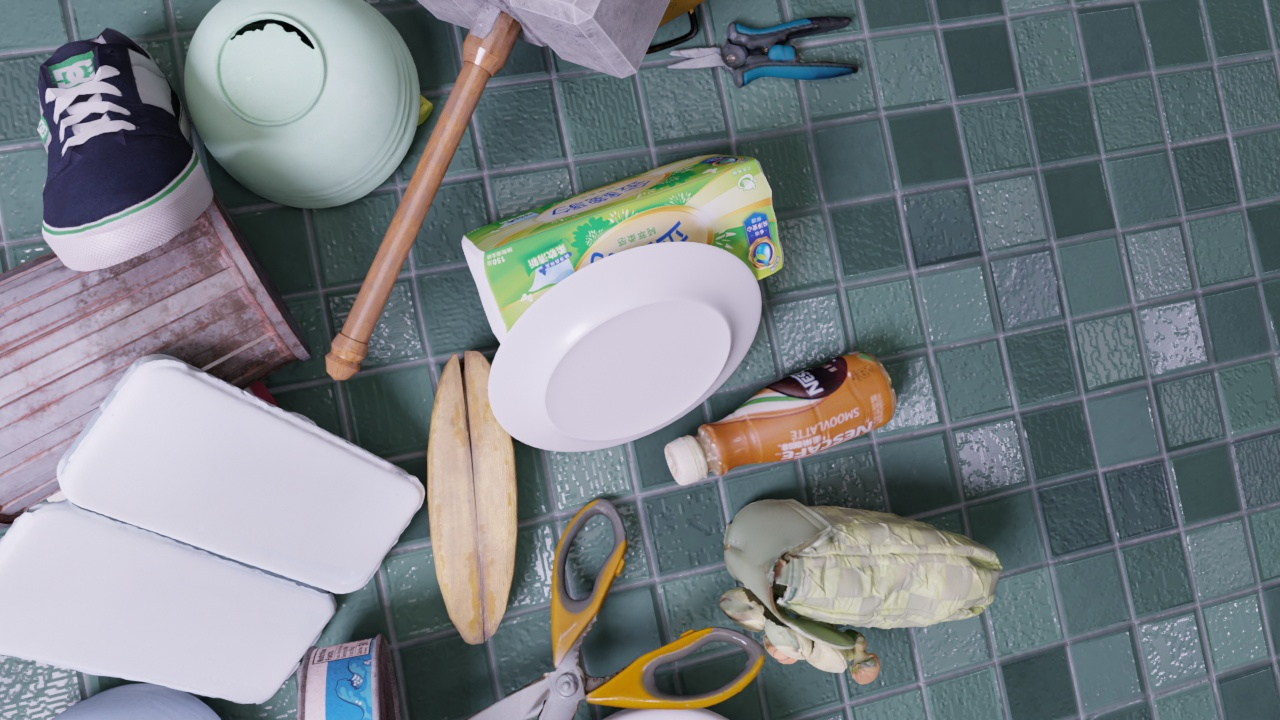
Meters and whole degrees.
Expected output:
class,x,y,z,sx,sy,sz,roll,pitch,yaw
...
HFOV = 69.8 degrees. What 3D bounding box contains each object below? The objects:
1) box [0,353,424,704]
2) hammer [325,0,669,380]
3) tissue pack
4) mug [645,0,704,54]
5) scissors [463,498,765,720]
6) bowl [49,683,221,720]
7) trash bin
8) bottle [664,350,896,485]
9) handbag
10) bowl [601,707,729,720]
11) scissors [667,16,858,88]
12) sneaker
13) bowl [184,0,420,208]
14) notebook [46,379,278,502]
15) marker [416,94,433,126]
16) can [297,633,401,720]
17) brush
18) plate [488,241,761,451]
class,x,y,z,sx,sy,sz,roll,pitch,yaw
box,-0.250,0.111,0.538,0.189,0.037,0.209,-55,135,-7
hammer,-0.116,-0.133,0.548,0.163,0.083,0.317,25,91,23
tissue pack,-0.005,-0.044,0.623,0.197,0.120,0.141,-19,109,-5
mug,0.002,-0.272,0.644,0.094,0.100,0.124,-33,134,-9
scissors,-0.038,0.191,0.605,0.225,0.016,0.216,-17,61,-7
bowl,-0.318,0.269,0.534,0.150,0.075,0.150,-1,74,4
trash bin,-0.319,-0.003,0.532,0.211,0.131,0.131,-30,93,-14
bottle,0.099,0.046,0.658,0.167,0.059,0.059,-20,91,-11
handbag,0.148,0.163,0.637,0.186,0.113,0.117,8,93,-11
bowl,0.009,0.316,0.621,0.176,0.066,0.176,1,87,-11
scissors,0.100,-0.230,0.694,0.144,0.019,0.126,34,82,-6
sneaker,-0.293,-0.125,0.501,0.084,0.235,0.079,-25,129,-12
bowl,-0.223,-0.176,0.586,0.151,0.077,0.151,0,93,-1
notebook,-0.299,0.078,0.603,0.153,0.012,0.209,-33,94,-12
marker,-0.198,-0.209,0.633,0.124,0.021,0.017,39,80,-5
can,-0.172,0.237,0.558,0.044,0.130,0.130,-7,88,-12
brush,-0.114,0.091,0.622,0.059,0.043,0.195,-2,86,-13
plate,-0.004,0.003,0.588,0.188,0.189,0.016,-20,53,-12
